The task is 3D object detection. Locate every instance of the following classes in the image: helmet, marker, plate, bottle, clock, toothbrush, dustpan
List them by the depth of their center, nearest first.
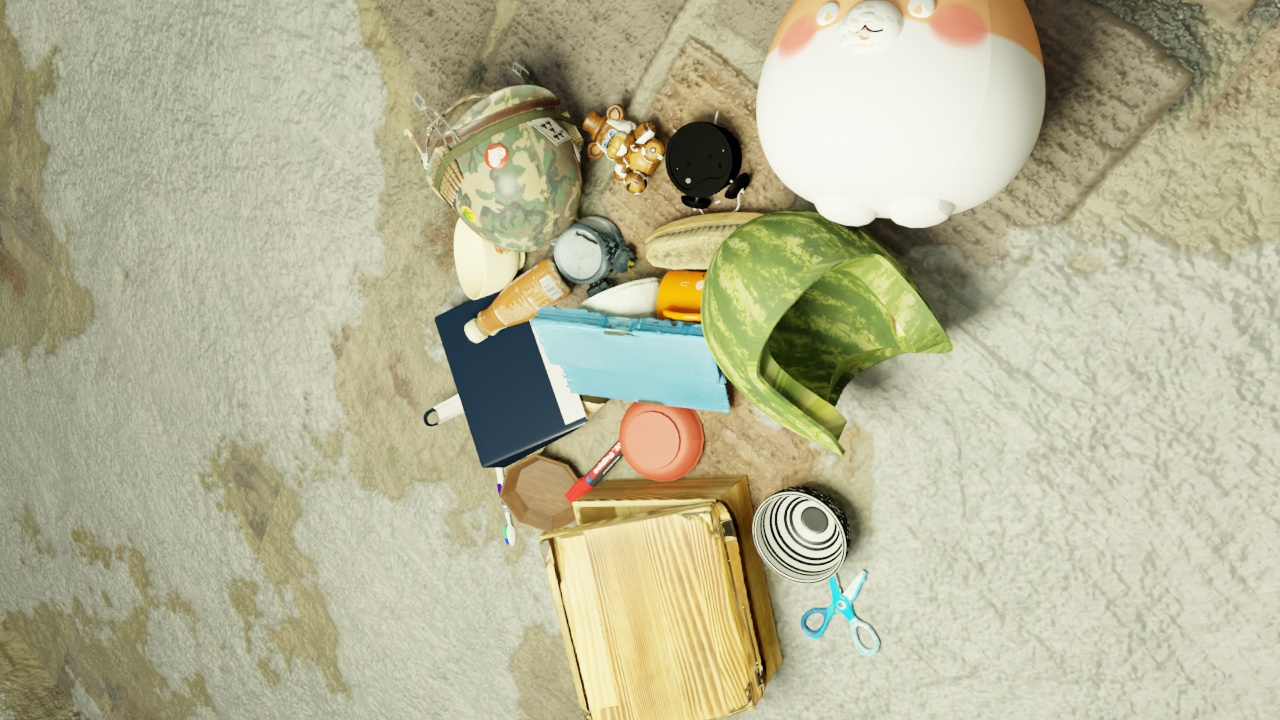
[{"bbox_3d":[0.178,-0.048,0.988,0.213,0.243,0.247,-44,105,4],"label":"helmet"},{"bbox_3d":[0.082,-0.231,1.110,0.091,0.042,0.121,-15,96,33],"label":"clock"},{"bbox_3d":[-0.173,-0.260,1.157,0.236,0.192,0.225,50,154,30],"label":"helmet"},{"bbox_3d":[-0.059,-0.136,1.219,0.129,0.052,0.090,44,121,8],"label":"clock"},{"bbox_3d":[-0.171,-0.078,1.265,0.167,0.059,0.059,-31,87,18],"label":"bottle"},{"bbox_3d":[-0.054,0.150,1.298,0.023,0.021,0.145,39,111,-9],"label":"marker"},{"bbox_3d":[-0.109,0.086,1.314,0.045,0.045,0.185,52,123,8],"label":"bottle"},{"bbox_3d":[-0.220,0.036,1.341,0.273,0.080,0.236,-24,77,14],"label":"dustpan"},{"bbox_3d":[-0.141,0.192,1.355,0.131,0.025,0.131,4,113,8],"label":"plate"},{"bbox_3d":[-0.215,0.201,1.430,0.016,0.015,0.187,1,104,36],"label":"toothbrush"}]

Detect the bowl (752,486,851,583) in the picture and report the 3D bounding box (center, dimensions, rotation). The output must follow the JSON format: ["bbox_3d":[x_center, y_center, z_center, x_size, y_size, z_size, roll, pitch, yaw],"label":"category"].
[{"bbox_3d":[0.208,0.210,1.145,0.120,0.066,0.120,9,108,29],"label":"bowl"}]

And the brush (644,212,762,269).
[{"bbox_3d":[0.092,-0.144,1.115,0.196,0.043,0.059,-1,136,28],"label":"brush"}]

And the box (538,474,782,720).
[{"bbox_3d":[0.036,0.315,1.195,0.259,0.220,0.279,-7,98,30],"label":"box"}]

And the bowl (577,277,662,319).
[{"bbox_3d":[-0.017,-0.056,1.172,0.118,0.117,0.061,-25,80,34],"label":"bowl"}]

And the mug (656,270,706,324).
[{"bbox_3d":[0.072,-0.065,1.121,0.096,0.112,0.078,7,110,29],"label":"mug"}]

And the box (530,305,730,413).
[{"bbox_3d":[-0.007,0.007,1.152,0.232,0.033,0.175,6,144,20],"label":"box"}]

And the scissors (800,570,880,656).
[{"bbox_3d":[0.251,0.320,1.186,0.128,0.012,0.137,-15,98,35],"label":"scissors"}]

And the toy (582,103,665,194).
[{"bbox_3d":[-0.023,-0.270,1.150,0.112,0.067,0.087,35,120,4],"label":"toy"}]

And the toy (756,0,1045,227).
[{"bbox_3d":[0.245,-0.268,0.874,0.263,0.265,0.280,6,90,27],"label":"toy"}]

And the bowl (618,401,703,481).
[{"bbox_3d":[0.021,0.105,1.230,0.122,0.035,0.122,1,94,22],"label":"bowl"}]

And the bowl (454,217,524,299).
[{"bbox_3d":[-0.204,-0.147,1.280,0.118,0.073,0.118,24,118,56],"label":"bowl"}]
